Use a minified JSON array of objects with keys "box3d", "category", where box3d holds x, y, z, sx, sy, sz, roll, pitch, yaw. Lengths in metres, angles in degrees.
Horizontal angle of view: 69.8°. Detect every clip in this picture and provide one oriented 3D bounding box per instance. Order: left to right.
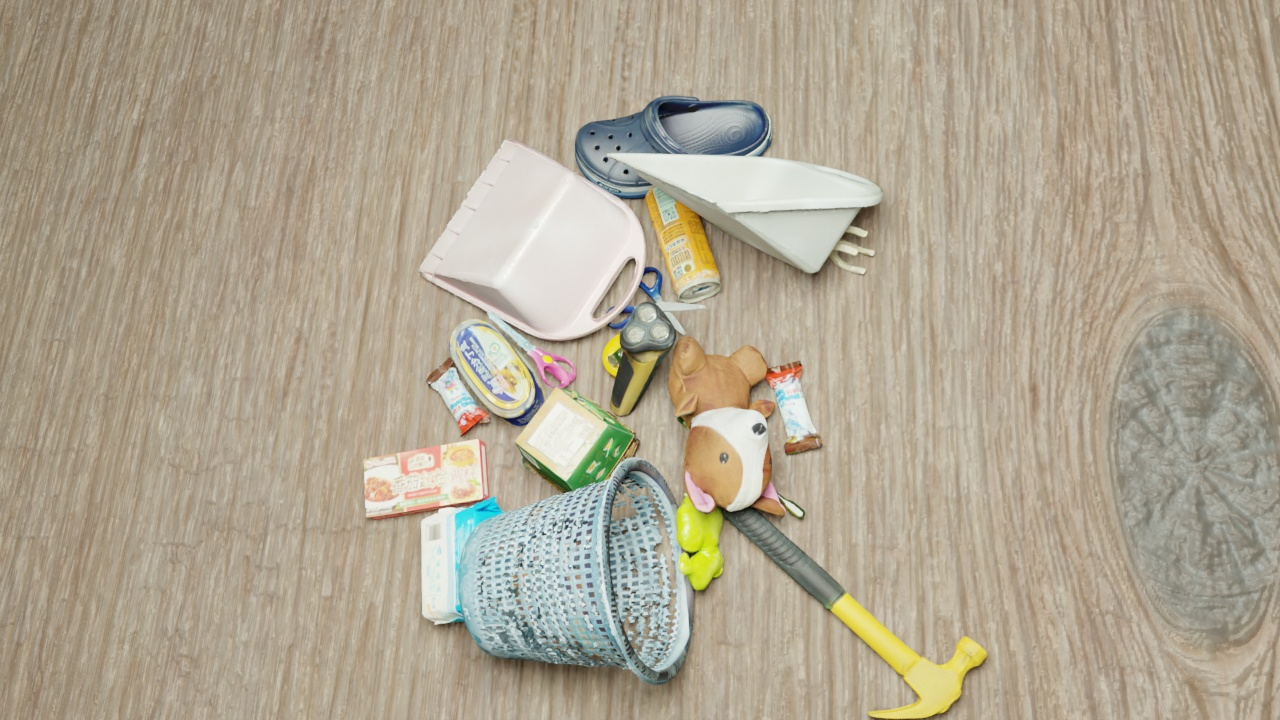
[{"box3d":[0.227,-0.142,1.079,0.102,0.094,0.035,29,81,8],"category":"clip"}]

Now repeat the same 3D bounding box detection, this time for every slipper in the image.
[{"box3d":[0.038,-0.275,1.148,0.253,0.095,0.105,-7,69,7],"category":"slipper"}]

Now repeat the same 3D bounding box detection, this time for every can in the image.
[{"box3d":[-0.176,0.014,1.126,0.074,0.049,0.148,-39,70,-1],"category":"can"},{"box3d":[0.052,-0.147,1.121,0.058,0.058,0.146,-19,70,6],"category":"can"}]

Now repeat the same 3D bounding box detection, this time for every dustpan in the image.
[{"box3d":[-0.129,-0.140,1.170,0.222,0.138,0.273,-56,38,-3],"category":"dustpan"},{"box3d":[0.139,-0.205,1.032,0.143,0.257,0.223,-59,40,5],"category":"dustpan"}]

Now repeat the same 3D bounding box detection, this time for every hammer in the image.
[{"box3d":[0.208,0.255,0.978,0.301,0.033,0.128,41,84,20],"category":"hammer"}]

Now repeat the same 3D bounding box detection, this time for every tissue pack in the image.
[{"box3d":[-0.198,0.231,1.049,0.090,0.063,0.140,-16,69,29],"category":"tissue pack"}]

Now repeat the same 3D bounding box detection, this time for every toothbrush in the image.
[{"box3d":[0.113,0.120,1.050,0.186,0.017,0.012,38,86,22],"category":"toothbrush"}]

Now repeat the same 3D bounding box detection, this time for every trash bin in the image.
[{"box3d":[-0.073,0.228,0.967,0.195,0.226,0.226,-12,70,22],"category":"trash bin"}]

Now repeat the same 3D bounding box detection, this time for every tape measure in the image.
[{"box3d":[-0.017,-0.004,1.108,0.057,0.029,0.060,-41,69,-1],"category":"tape measure"}]

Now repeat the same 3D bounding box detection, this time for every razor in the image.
[{"box3d":[-0.006,0.006,1.041,0.067,0.168,0.062,-19,60,-30],"category":"razor"}]

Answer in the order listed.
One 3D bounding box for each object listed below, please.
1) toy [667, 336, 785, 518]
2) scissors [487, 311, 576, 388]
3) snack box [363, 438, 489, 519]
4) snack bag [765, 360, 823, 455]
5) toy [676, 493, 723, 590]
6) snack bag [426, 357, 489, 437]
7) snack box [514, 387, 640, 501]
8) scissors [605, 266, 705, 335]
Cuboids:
[{"box3d":[0.096,0.075,1.003,0.140,0.131,0.199,6,64,-23],"category":"toy"},{"box3d":[-0.135,-0.016,1.117,0.133,0.017,0.054,41,44,1],"category":"scissors"},{"box3d":[-0.261,0.145,1.117,0.153,0.025,0.075,-10,72,9],"category":"snack box"},{"box3d":[0.175,0.054,1.050,0.048,0.026,0.104,-17,69,20],"category":"snack bag"},{"box3d":[0.066,0.195,1.008,0.031,0.096,0.100,-17,96,40],"category":"toy"},{"box3d":[-0.227,0.047,1.140,0.045,0.026,0.105,-41,66,8],"category":"snack bag"},{"box3d":[-0.080,0.096,1.050,0.118,0.105,0.117,34,83,20],"category":"snack box"},{"box3d":[0.012,-0.060,1.083,0.155,0.012,0.166,-33,35,23],"category":"scissors"}]
